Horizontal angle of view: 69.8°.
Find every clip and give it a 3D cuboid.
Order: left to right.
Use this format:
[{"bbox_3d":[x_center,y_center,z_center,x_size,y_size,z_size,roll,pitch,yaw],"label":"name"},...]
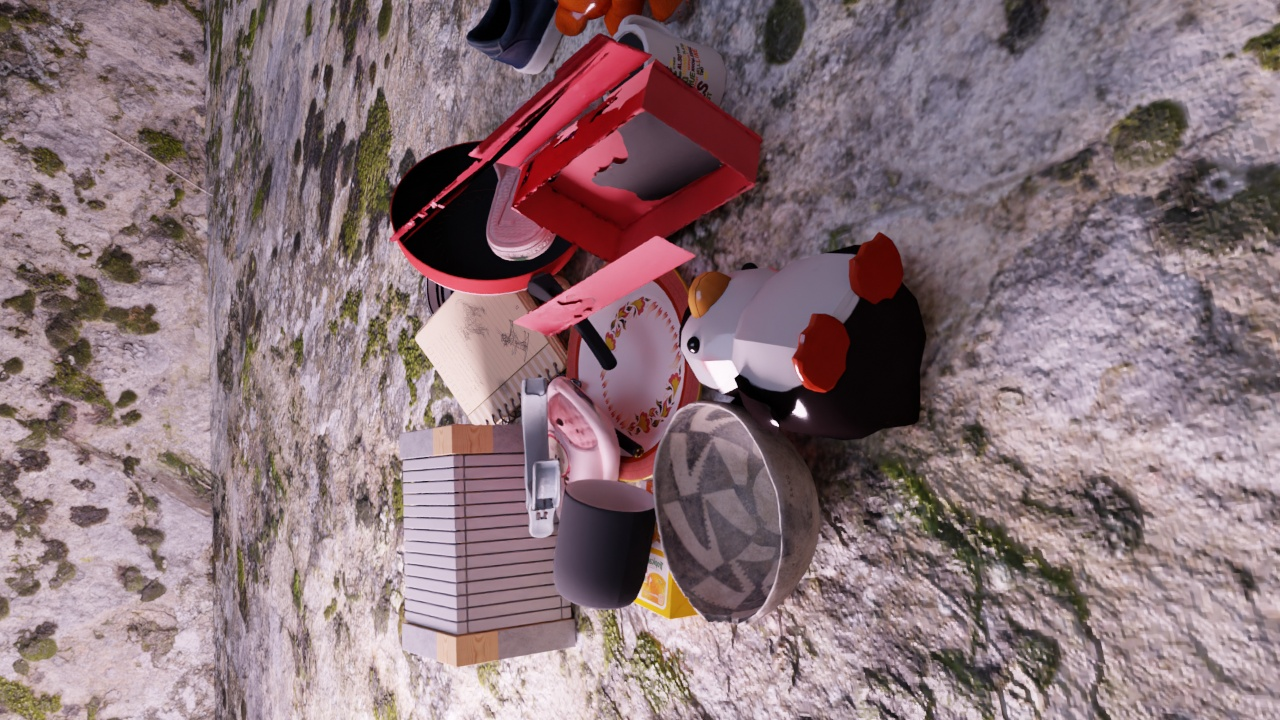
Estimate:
[{"bbox_3d":[-0.088,0.118,0.834,0.158,0.030,0.174,-109,18,-59],"label":"clip"}]

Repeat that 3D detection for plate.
[{"bbox_3d":[-0.006,0.005,0.919,0.230,0.021,0.229,-5,84,54],"label":"plate"}]

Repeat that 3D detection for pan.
[{"bbox_3d":[-0.124,-0.106,0.969,0.356,0.208,0.067,53,156,27],"label":"pan"}]

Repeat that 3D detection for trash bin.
[{"bbox_3d":[-0.176,0.199,1.039,0.143,0.142,0.246,-12,79,53],"label":"trash bin"}]

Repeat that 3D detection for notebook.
[{"bbox_3d":[-0.178,-0.012,1.097,0.167,0.024,0.226,56,137,2],"label":"notebook"}]

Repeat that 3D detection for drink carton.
[{"bbox_3d":[0.029,0.168,0.847,0.059,0.040,0.122,7,94,54],"label":"drink carton"}]

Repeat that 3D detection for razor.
[{"bbox_3d":[-0.043,0.062,0.928,0.144,0.022,0.043,33,115,50],"label":"razor"}]

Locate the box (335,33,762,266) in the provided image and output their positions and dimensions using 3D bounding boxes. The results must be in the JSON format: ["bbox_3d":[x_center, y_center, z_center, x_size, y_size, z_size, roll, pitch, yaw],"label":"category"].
[{"bbox_3d":[-0.076,-0.178,0.775,0.212,0.317,0.121,-23,72,47],"label":"box"}]

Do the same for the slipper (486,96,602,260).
[{"bbox_3d":[-0.109,-0.216,0.953,0.094,0.064,0.238,3,62,20],"label":"slipper"}]

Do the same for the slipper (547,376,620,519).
[{"bbox_3d":[-0.069,0.105,0.926,0.107,0.055,0.222,44,146,35],"label":"slipper"}]

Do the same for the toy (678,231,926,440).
[{"bbox_3d":[0.110,-0.011,0.683,0.184,0.140,0.158,11,58,53],"label":"toy"}]

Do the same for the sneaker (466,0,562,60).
[{"bbox_3d":[-0.123,-0.469,1.023,0.295,0.127,0.120,-57,47,32],"label":"sneaker"}]

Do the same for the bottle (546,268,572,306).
[{"bbox_3d":[-0.125,-0.123,1.058,0.166,0.059,0.060,56,131,38],"label":"bottle"}]

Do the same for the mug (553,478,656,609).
[{"bbox_3d":[-0.035,0.161,0.841,0.121,0.085,0.094,-123,42,-77],"label":"mug"}]

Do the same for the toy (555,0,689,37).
[{"bbox_3d":[-0.021,-0.401,0.916,0.173,0.092,0.163,-4,88,41],"label":"toy"}]

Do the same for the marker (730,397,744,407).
[{"bbox_3d":[0.110,0.010,0.767,0.139,0.016,0.022,-52,43,36],"label":"marker"}]

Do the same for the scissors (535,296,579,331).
[{"bbox_3d":[-0.113,-0.055,1.072,0.149,0.019,0.122,-46,49,35],"label":"scissors"}]

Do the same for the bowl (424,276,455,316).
[{"bbox_3d":[-0.224,-0.104,1.186,0.120,0.066,0.120,-5,84,54],"label":"bowl"}]

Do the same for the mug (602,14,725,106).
[{"bbox_3d":[0.017,-0.273,0.847,0.074,0.089,0.105,-38,58,46],"label":"mug"}]

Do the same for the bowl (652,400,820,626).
[{"bbox_3d":[0.086,0.116,0.736,0.179,0.081,0.178,16,109,57],"label":"bowl"}]
